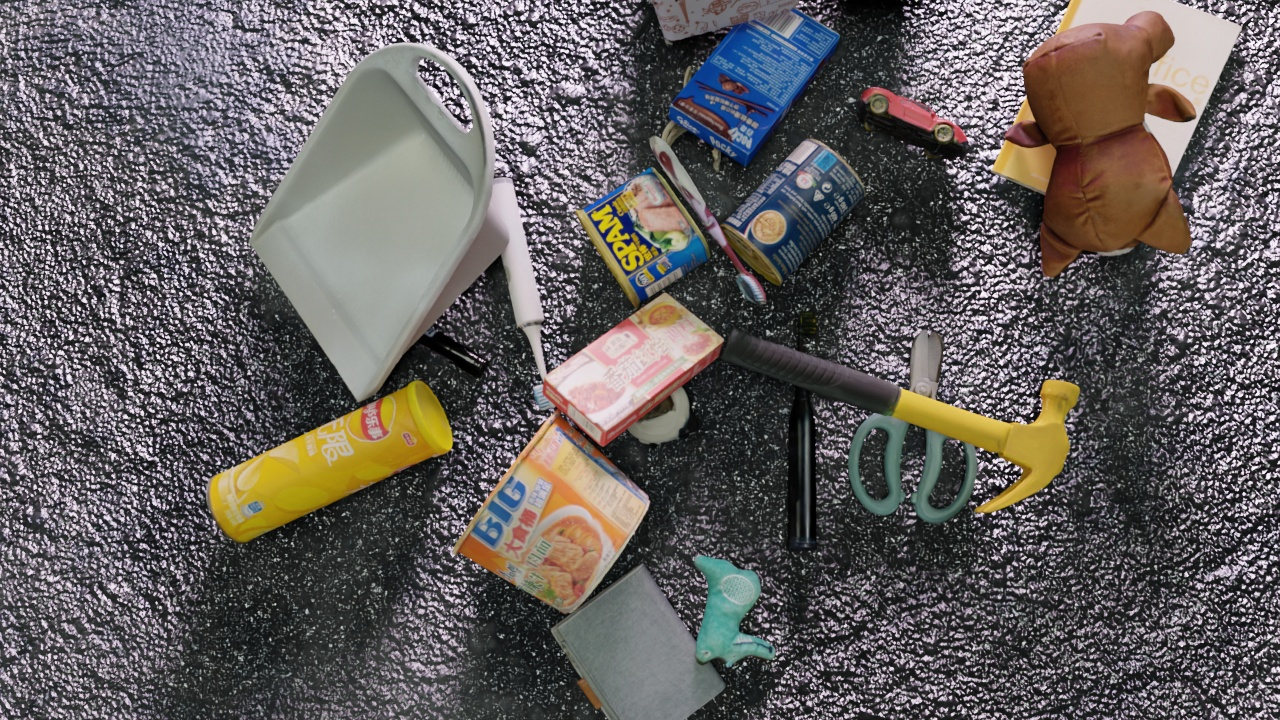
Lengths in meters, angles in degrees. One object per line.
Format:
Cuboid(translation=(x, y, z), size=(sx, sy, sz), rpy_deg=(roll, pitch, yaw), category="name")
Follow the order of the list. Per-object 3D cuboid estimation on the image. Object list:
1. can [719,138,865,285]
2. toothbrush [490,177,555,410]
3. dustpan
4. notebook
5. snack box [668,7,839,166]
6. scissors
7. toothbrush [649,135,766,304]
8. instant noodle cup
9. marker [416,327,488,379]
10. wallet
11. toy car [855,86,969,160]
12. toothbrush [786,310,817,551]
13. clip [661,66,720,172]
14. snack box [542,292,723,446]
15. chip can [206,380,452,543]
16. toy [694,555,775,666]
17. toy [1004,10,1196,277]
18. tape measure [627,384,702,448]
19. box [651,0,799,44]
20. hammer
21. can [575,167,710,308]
Cuboid(translation=(0.135, -0.132, 0.810), size=(0.075, 0.075, 0.111), rpy_deg=(44, 90, 8), category="can")
Cuboid(translation=(-0.109, -0.062, 0.855), size=(0.026, 0.027, 0.221), rpy_deg=(-13, 84, -9), category="toothbrush")
Cuboid(translation=(-0.233, -0.139, 0.805), size=(0.257, 0.142, 0.222), rpy_deg=(-39, 71, -2), category="dustpan")
Cuboid(translation=(0.425, -0.232, 0.820), size=(0.146, 0.010, 0.206), rpy_deg=(26, 88, 8), category="notebook")
Cuboid(translation=(0.103, -0.257, 0.830), size=(0.084, 0.026, 0.157), rpy_deg=(35, 73, 8), category="snack box")
Cuboid(translation=(0.225, 0.055, 0.814), size=(0.129, 0.019, 0.185), rpy_deg=(-10, 82, 5), category="scissors")
Cuboid(translation=(0.054, -0.124, 0.795), size=(0.016, 0.017, 0.187), rpy_deg=(-42, 69, 33), category="toothbrush")
Cuboid(translation=(-0.070, 0.133, 0.779), size=(0.111, 0.151, 0.151), rpy_deg=(37, 89, 0), category="instant noodle cup")
Cuboid(translation=(-0.203, -0.023, 0.866), size=(0.132, 0.020, 0.022), rpy_deg=(29, 117, 7), category="marker")
Cuboid(translation=(-0.004, 0.263, 0.810), size=(0.106, 0.037, 0.129), rpy_deg=(-34, 83, -9), category="wallet")
Cuboid(translation=(0.244, -0.211, 0.819), size=(0.106, 0.049, 0.031), rpy_deg=(29, 90, 9), category="toy car")
Cuboid(translation=(0.145, 0.061, 0.817), size=(0.027, 0.026, 0.212), rpy_deg=(1, 84, 14), category="toothbrush")
Cuboid(translation=(0.038, -0.217, 0.850), size=(0.096, 0.035, 0.101), rpy_deg=(-24, 78, 2), category="clip")
Cuboid(translation=(-0.005, 0.005, 0.793), size=(0.075, 0.026, 0.152), rpy_deg=(41, 56, 20), category="snack box")
Cuboid(translation=(-0.282, 0.092, 0.837), size=(0.213, 0.072, 0.072), rpy_deg=(-24, 83, 4), category="chip can")
Cuboid(translation=(0.080, 0.226, 0.804), size=(0.096, 0.030, 0.091), rpy_deg=(21, 77, -12), category="toy")
Cuboid(translation=(0.385, -0.176, 0.765), size=(0.130, 0.140, 0.199), rpy_deg=(-4, 84, -35), category="toy")
Cuboid(translation=(0.015, 0.044, 0.829), size=(0.066, 0.033, 0.065), rpy_deg=(-20, 81, 4), category="tape measure")
Cuboid(translation=(0.132, -0.396, 0.813), size=(0.261, 0.103, 0.178), rpy_deg=(-9, 68, 10), category="box")
Cuboid(translation=(0.216, 0.036, 0.788), size=(0.301, 0.033, 0.128), rpy_deg=(20, 83, 5), category="hammer")
Cuboid(translation=(0.003, -0.112, 0.828), size=(0.083, 0.057, 0.102), rpy_deg=(-33, 73, 0), category="can")
